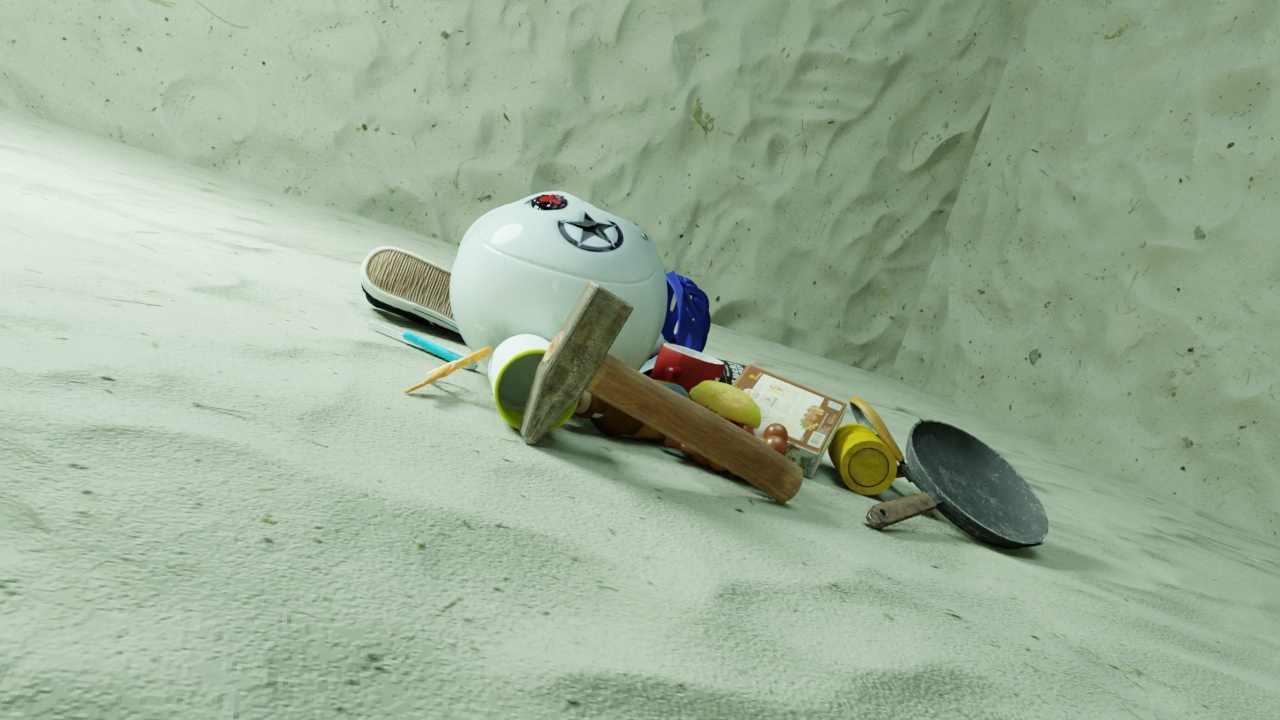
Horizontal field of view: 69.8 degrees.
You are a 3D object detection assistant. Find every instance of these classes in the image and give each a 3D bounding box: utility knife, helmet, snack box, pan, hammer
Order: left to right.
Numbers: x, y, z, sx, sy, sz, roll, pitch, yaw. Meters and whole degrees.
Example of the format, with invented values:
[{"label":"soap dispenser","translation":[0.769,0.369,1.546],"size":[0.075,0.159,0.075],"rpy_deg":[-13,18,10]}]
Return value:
[{"label":"utility knife","translation":[-0.266,-0.023,1.116],"size":[0.158,0.015,0.022],"rpy_deg":[23,8,19]},{"label":"helmet","translation":[-0.108,-0.059,1.052],"size":[0.264,0.237,0.163],"rpy_deg":[18,28,3]},{"label":"helmet","translation":[0.002,-0.049,1.477],"size":[0.227,0.242,0.147],"rpy_deg":[-7,57,-25]},{"label":"hammer","translation":[0.037,0.065,0.898],"size":[0.300,0.158,0.037],"rpy_deg":[30,3,-20]},{"label":"snack box","translation":[0.178,0.075,1.190],"size":[0.147,0.041,0.142],"rpy_deg":[22,33,16]},{"label":"pan","translation":[0.361,0.163,1.095],"size":[0.356,0.040,0.207],"rpy_deg":[-6,47,-44]}]

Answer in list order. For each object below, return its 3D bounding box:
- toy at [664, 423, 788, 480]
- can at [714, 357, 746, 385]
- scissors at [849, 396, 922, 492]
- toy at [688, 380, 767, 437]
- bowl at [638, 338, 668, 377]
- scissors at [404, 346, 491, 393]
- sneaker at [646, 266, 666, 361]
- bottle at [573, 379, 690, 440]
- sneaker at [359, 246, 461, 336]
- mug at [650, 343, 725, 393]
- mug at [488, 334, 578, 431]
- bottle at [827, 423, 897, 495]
[{"label":"toy","translation":[0.093,0.091,0.997],"size":[0.128,0.065,0.094],"rpy_deg":[14,10,6]},{"label":"can","translation":[0.134,0.036,1.472],"size":[0.128,0.072,0.072],"rpy_deg":[13,9,-36]},{"label":"scissors","translation":[0.344,0.129,1.233],"size":[0.016,0.166,0.225],"rpy_deg":[-25,20,-10]},{"label":"toy","translation":[0.100,0.065,1.071],"size":[0.106,0.067,0.137],"rpy_deg":[19,-17,32]},{"label":"bowl","translation":[-0.007,0.007,1.230],"size":[0.110,0.055,0.110],"rpy_deg":[5,31,-3]},{"label":"scissors","translation":[-0.209,0.015,0.930],"size":[0.084,0.012,0.132],"rpy_deg":[-21,7,30]},{"label":"sneaker","translation":[-0.096,-0.086,1.185],"size":[0.269,0.133,0.103],"rpy_deg":[10,27,12]},{"label":"bottle","translation":[-0.017,0.049,1.002],"size":[0.156,0.068,0.068],"rpy_deg":[11,10,-46]},{"label":"sneaker","translation":[-0.253,-0.072,1.307],"size":[0.294,0.120,0.127],"rpy_deg":[17,-26,-14]},{"label":"mug","translation":[0.045,0.036,1.138],"size":[0.080,0.096,0.116],"rpy_deg":[22,8,22]},{"label":"mug","translation":[-0.110,0.021,0.925],"size":[0.082,0.082,0.106],"rpy_deg":[17,7,-16]},{"label":"bottle","translation":[0.287,0.123,1.207],"size":[0.071,0.071,0.163],"rpy_deg":[19,7,2]}]
